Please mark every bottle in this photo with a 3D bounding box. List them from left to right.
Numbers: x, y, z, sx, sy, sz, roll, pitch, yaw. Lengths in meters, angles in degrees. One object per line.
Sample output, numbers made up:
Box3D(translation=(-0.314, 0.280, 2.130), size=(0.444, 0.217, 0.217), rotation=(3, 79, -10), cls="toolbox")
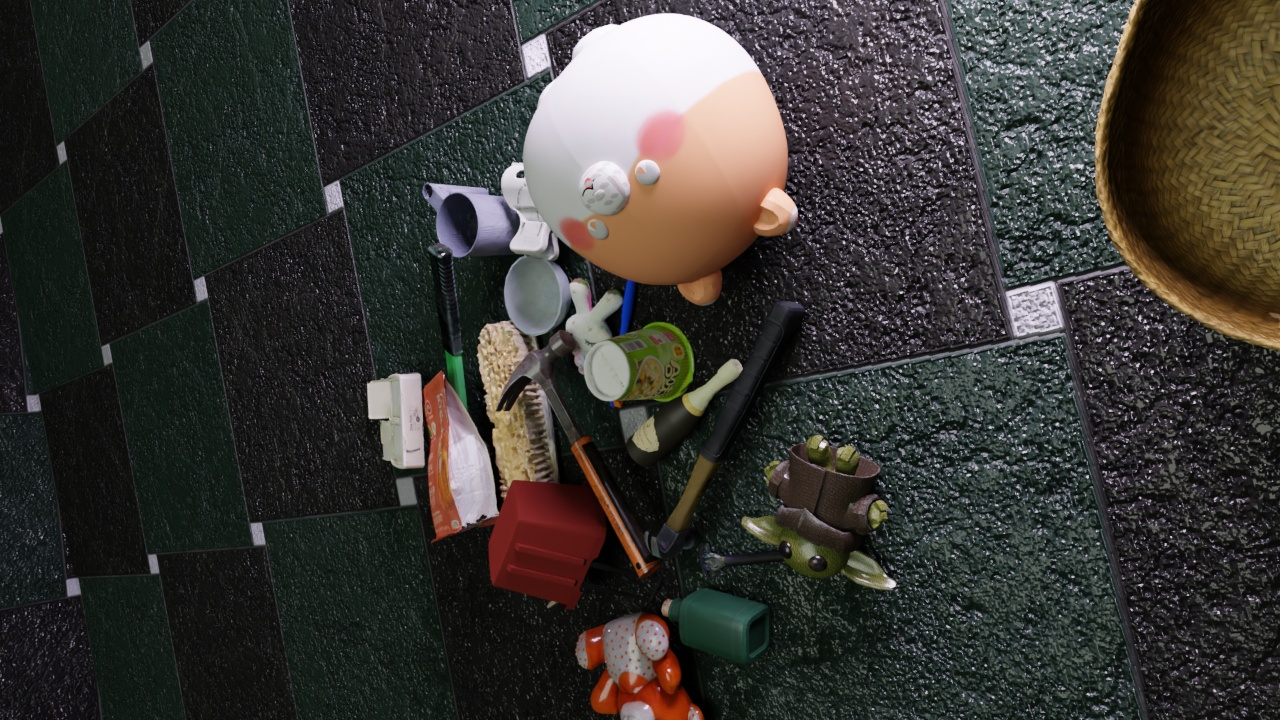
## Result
Box3D(translation=(0.055, 0.059, 1.079), size=(0.185, 0.045, 0.045), rotation=(-45, 68, 34), cls="bottle")
Box3D(translation=(0.083, 0.306, 1.079), size=(0.131, 0.061, 0.061), rotation=(6, 102, 38), cls="bottle")

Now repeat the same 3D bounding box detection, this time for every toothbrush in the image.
Box3D(translation=(-0.019, -0.027, 1.146), size=(0.018, 0.016, 0.183), rotation=(18, 107, 30), cls="toothbrush")

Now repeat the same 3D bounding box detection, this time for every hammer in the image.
Box3D(translation=(-0.259, -0.013, 1.264), size=(0.130, 0.032, 0.319), rotation=(37, 139, 40), cls="hammer")
Box3D(translation=(-0.072, 0.129, 1.130), size=(0.138, 0.035, 0.314), rotation=(-39, 69, 23), cls="hammer")
Box3D(translation=(0.092, 0.084, 1.023), size=(0.025, 0.117, 0.334), rotation=(35, 111, 27), cls="hammer")

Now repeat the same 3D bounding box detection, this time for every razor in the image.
Box3D(translation=(0.124, 0.229, 1.061), size=(0.145, 0.022, 0.043), rotation=(-15, 88, 39), cls="razor")

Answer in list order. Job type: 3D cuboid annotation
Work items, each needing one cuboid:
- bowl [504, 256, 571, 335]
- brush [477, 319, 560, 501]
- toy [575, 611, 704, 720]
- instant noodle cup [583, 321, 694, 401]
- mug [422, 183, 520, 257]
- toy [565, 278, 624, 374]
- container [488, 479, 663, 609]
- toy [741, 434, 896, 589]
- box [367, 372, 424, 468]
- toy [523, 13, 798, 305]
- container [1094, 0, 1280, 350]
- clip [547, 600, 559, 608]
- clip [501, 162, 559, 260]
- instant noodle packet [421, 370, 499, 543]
Box3D(translation=(-0.129, -0.087, 1.211), size=(0.106, 0.039, 0.106), rotation=(6, 100, 38), cls="bowl")
Box3D(translation=(-0.165, 0.078, 1.250), size=(0.083, 0.056, 0.271), rotation=(-8, 90, 41), cls="brush")
Box3D(translation=(0.001, 0.405, 1.140), size=(0.164, 0.092, 0.172), rotation=(-28, 80, 36), cls="toy")
Box3D(translation=(-0.006, 0.006, 1.082), size=(0.099, 0.107, 0.099), rotation=(6, 99, 39), cls="instant noodle cup")
Box3D(translation=(-0.217, -0.193, 1.226), size=(0.124, 0.103, 0.084), rotation=(47, 122, 25), cls="mug")
Box3D(translation=(-0.064, -0.040, 1.166), size=(0.079, 0.037, 0.123), rotation=(17, 109, 29), cls="toy")
Box3D(translation=(-0.082, 0.240, 1.184), size=(0.127, 0.200, 0.148), rotation=(-111, 40, -59), cls="container")
Box3D(translation=(0.190, 0.155, 0.962), size=(0.179, 0.078, 0.153), rotation=(19, 109, 33), cls="toy")
Box3D(translation=(-0.379, 0.093, 1.414), size=(0.184, 0.050, 0.143), rotation=(-7, 85, 62), cls="box")
Box3D(translation=(0.021, -0.201, 0.936), size=(0.280, 0.264, 0.264), rotation=(50, 126, 4), cls="toy")
Box3D(translation=(0.484, -0.158, 0.612), size=(0.308, 0.196, 0.307), rotation=(4, 97, 37), cls="container")
Box3D(translation=(-0.110, 0.322, 1.260), size=(0.061, 0.024, 0.041), rotation=(-22, 82, 35), cls="clip")
Box3D(translation=(-0.126, -0.202, 1.151), size=(0.126, 0.096, 0.152), rotation=(11, 71, 40), cls="clip")
Box3D(translation=(-0.272, 0.136, 1.294), size=(0.165, 0.083, 0.221), rotation=(-33, 73, 63), cls="instant noodle packet")
